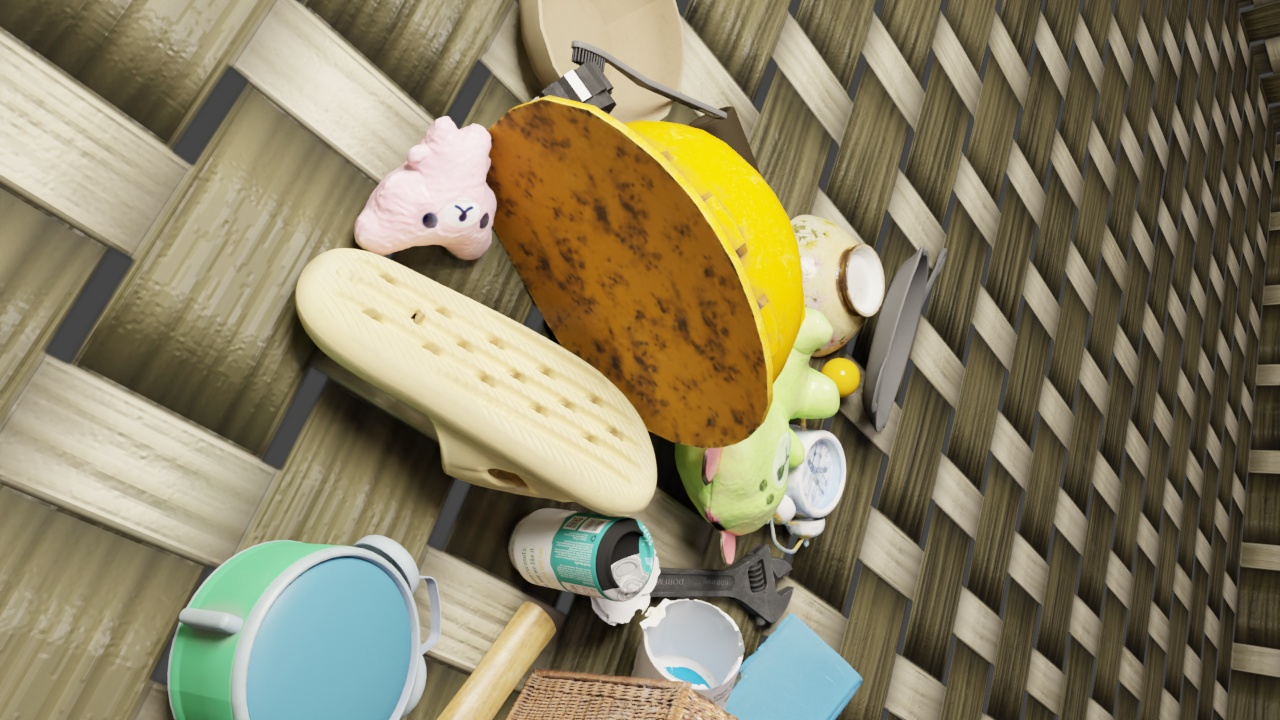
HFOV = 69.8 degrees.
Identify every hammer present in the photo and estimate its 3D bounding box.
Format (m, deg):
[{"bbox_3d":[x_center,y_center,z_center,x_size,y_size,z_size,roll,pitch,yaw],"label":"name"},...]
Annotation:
[{"bbox_3d":[-0.155,0.287,0.558,0.329,0.033,0.132,-51,121,-35],"label":"hammer"}]

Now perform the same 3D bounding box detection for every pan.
[{"bbox_3d":[0.291,-0.052,1.004,0.353,0.024,0.217,-46,146,-49],"label":"pan"}]

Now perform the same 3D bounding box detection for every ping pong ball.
[{"bbox_3d":[0.202,0.017,0.928,0.040,0.040,0.040,3,86,-46],"label":"ping pong ball"}]

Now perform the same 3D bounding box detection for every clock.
[{"bbox_3d":[0.148,0.119,0.862,0.088,0.052,0.125,32,69,-41],"label":"clock"},{"bbox_3d":[-0.176,0.160,0.517,0.161,0.075,0.122,-4,90,-58],"label":"clock"}]

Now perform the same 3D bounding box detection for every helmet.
[{"bbox_3d":[0.023,-0.078,0.620,0.131,0.206,0.255,-40,96,-34],"label":"helmet"}]

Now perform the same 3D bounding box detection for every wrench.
[{"bbox_3d":[0.046,0.189,0.779,0.272,0.018,0.073,14,79,-43],"label":"wrench"}]

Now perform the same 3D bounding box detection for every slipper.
[{"bbox_3d":[-0.106,0.024,0.590,0.261,0.079,0.111,33,38,-24],"label":"slipper"}]

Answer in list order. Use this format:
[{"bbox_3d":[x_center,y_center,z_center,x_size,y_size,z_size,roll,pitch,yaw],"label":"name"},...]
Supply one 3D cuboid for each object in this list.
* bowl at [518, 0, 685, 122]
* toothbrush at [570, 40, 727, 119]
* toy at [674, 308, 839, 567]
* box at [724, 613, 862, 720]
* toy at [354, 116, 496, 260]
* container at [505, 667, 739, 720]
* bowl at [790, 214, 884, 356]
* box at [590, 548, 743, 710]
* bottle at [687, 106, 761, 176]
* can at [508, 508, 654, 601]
[{"bbox_3d":[-0.035,-0.244,0.689,0.152,0.051,0.152,2,87,-46],"label":"bowl"},{"bbox_3d":[0.011,-0.206,0.688,0.167,0.013,0.013,7,92,-46],"label":"toothbrush"},{"bbox_3d":[0.091,0.054,0.776,0.196,0.107,0.150,-44,136,-28],"label":"toy"},{"bbox_3d":[0.086,0.339,0.802,0.230,0.094,0.112,-31,155,-44],"label":"box"},{"bbox_3d":[-0.125,-0.107,0.578,0.099,0.053,0.096,-2,129,-46],"label":"toy"},{"bbox_3d":[-0.011,0.276,0.586,0.114,0.199,0.112,42,56,-23],"label":"container"},{"bbox_3d":[0.197,-0.077,0.911,0.145,0.063,0.145,4,85,-46],"label":"bowl"},{"bbox_3d":[0.012,0.211,0.695,0.083,0.136,0.147,-35,149,-38],"label":"box"},{"bbox_3d":[0.096,-0.133,0.823,0.045,0.045,0.184,-44,118,-38],"label":"bottle"},{"bbox_3d":[-0.042,0.131,0.629,0.054,0.102,0.055,3,86,-46],"label":"can"}]
